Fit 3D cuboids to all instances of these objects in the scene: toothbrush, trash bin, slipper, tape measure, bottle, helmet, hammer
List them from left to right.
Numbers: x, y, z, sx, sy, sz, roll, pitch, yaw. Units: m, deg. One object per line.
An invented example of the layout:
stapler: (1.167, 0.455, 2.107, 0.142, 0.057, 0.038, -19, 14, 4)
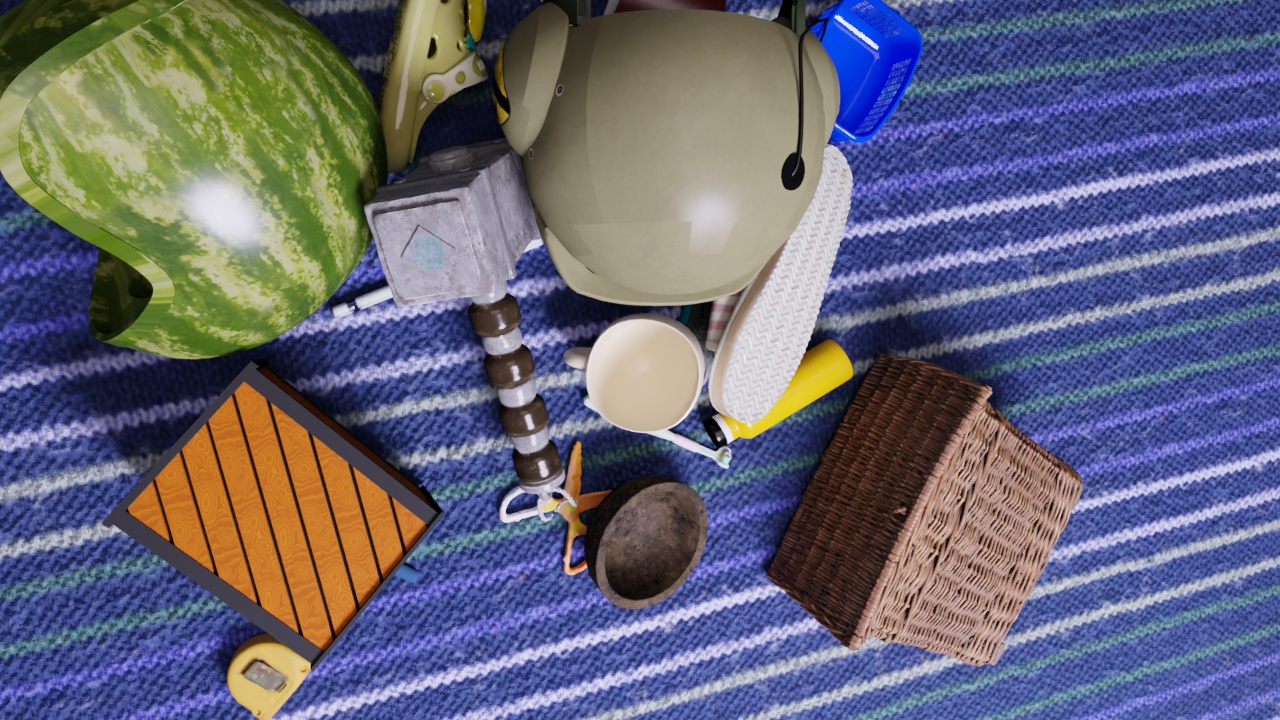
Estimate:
helmet: (-0.294, -0.131, 0.627, 0.242, 0.213, 0.247, -36, 133, -22)
tape measure: (-0.317, 0.263, 0.778, 0.059, 0.030, 0.068, 42, 86, -18)
trash bin: (-0.270, 0.108, 0.699, 0.172, 0.140, 0.139, 42, 78, -15)
toothbrush: (-0.265, 0.150, 0.784, 0.167, 0.014, 0.014, 31, 81, -16)
slipper: (-0.158, -0.234, 0.719, 0.081, 0.091, 0.190, 15, 97, -18)
toothbrush: (-0.170, -0.072, 0.778, 0.186, 0.012, 0.017, -23, 106, -10)
hammer: (-0.106, -0.004, 0.722, 0.079, 0.176, 0.327, -8, 114, 11)
toothbrush: (0.017, 0.064, 0.843, 0.154, 0.015, 0.022, 24, 57, -17)
helmet: (0.016, -0.157, 0.675, 0.250, 0.256, 0.233, -1, 95, -14)
slipper: (0.118, -0.072, 0.814, 0.115, 0.052, 0.262, 37, 73, -47)
bottle: (0.126, 0.033, 0.853, 0.143, 0.043, 0.043, -30, 104, -9)

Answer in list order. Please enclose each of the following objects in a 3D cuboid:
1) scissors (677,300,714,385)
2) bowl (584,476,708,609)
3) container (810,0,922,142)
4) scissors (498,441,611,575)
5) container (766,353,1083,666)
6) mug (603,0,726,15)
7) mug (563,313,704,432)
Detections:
scissors: (0.051, -0.056, 0.834, 0.146, 0.019, 0.133, 43, 88, -17)
bowl: (-0.004, 0.155, 0.824, 0.121, 0.056, 0.121, -13, 114, -33)
container: (0.183, -0.258, 0.818, 0.096, 0.058, 0.114, 30, 90, -16)
scissors: (-0.069, 0.134, 0.833, 0.131, 0.011, 0.125, 5, 96, -18)
container: (0.273, 0.148, 0.851, 0.183, 0.162, 0.250, 26, 92, -20)
mug: (0.012, -0.277, 0.770, 0.082, 0.073, 0.106, 20, 117, -16)
mug: (-0.005, 0.005, 0.787, 0.120, 0.099, 0.096, 11, 98, 5)
